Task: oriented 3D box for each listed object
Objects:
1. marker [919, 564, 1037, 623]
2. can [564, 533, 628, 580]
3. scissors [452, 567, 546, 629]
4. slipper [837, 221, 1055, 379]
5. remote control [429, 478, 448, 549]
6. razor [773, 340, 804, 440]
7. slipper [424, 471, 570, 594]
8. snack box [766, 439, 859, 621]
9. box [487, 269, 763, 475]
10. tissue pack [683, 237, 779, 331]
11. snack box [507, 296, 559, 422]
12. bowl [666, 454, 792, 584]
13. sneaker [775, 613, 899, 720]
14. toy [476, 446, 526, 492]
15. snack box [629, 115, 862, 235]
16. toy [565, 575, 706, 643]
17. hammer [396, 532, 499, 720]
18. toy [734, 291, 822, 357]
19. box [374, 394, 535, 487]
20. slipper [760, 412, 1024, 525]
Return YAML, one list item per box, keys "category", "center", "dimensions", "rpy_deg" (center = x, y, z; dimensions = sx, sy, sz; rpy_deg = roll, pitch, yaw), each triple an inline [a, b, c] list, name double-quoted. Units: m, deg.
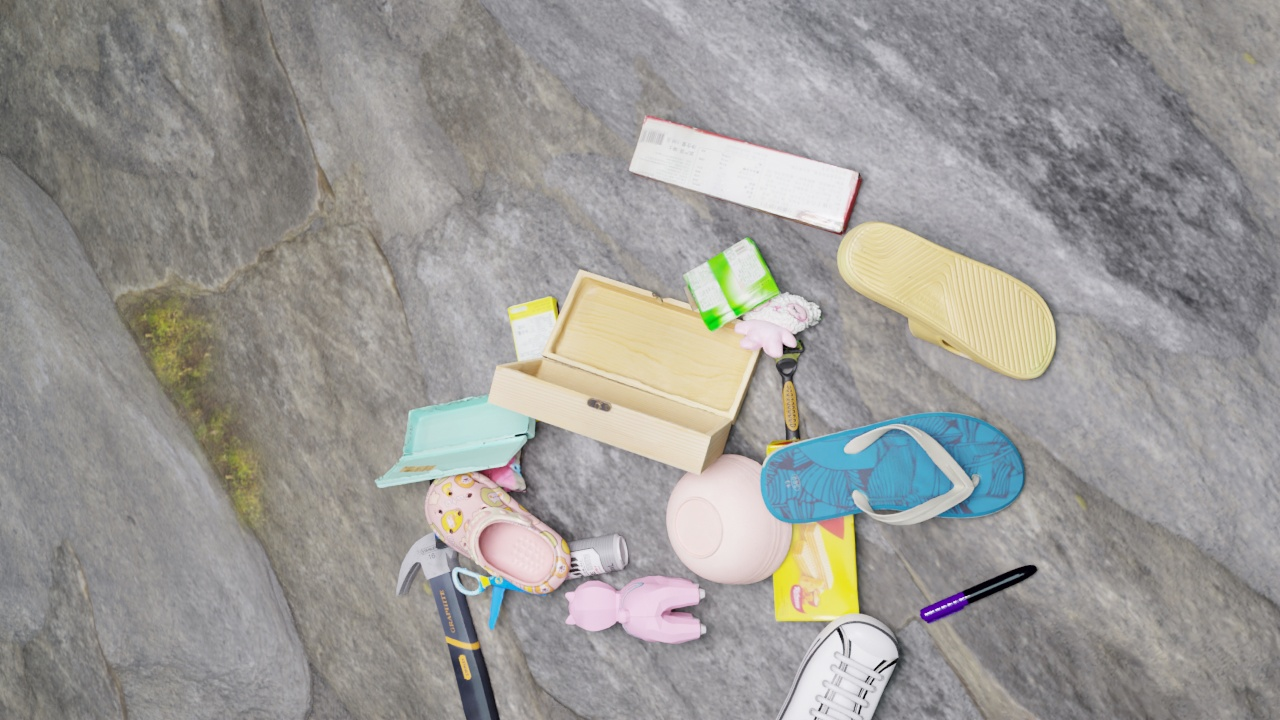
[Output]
- category: "marker"
  center: [0.369, 0.255, 1.003]
  dimensions: [0.134, 0.015, 0.018]
  rpy_deg: [-27, 106, 10]
- category: "can"
  center: [-0.071, 0.238, 1.104]
  dimensions: [0.107, 0.044, 0.044]
  rpy_deg: [-13, 81, 13]
- category: "scissors"
  center: [-0.170, 0.262, 1.104]
  dimensions: [0.127, 0.013, 0.125]
  rpy_deg: [10, 88, 22]
- category: "slipper"
  center: [0.334, -0.069, 1.013]
  dimensions: [0.263, 0.078, 0.099]
  rpy_deg: [27, 89, -5]
- category: "remote control"
  center: [-0.241, 0.164, 1.150]
  dimensions: [0.045, 0.021, 0.140]
  rpy_deg: [-19, 64, 18]
- category: "razor"
  center: [0.174, 0.048, 1.073]
  dimensions: [0.044, 0.021, 0.144]
  rpy_deg: [-4, 82, -3]
- category: "slipper"
  center: [-0.174, 0.203, 1.062]
  dimensions: [0.197, 0.081, 0.093]
  rpy_deg: [33, 93, 11]
- category: "snack box"
  center: [0.194, 0.190, 1.032]
  dimensions: [0.092, 0.042, 0.200]
  rpy_deg: [-3, 89, 14]
- category: "box"
  center: [-0.007, 0.019, 1.058]
  dimensions: [0.248, 0.119, 0.251]
  rpy_deg: [19, 48, 14]
- category: "tissue pack"
  center: [0.103, -0.089, 1.072]
  dimensions: [0.100, 0.034, 0.113]
  rpy_deg: [-29, 38, 10]
- category: "snack box"
  center: [-0.122, -0.001, 1.153]
  dimensions: [0.061, 0.025, 0.149]
  rpy_deg: [-14, 81, 12]
- category: "bowl"
  center: [0.085, 0.182, 1.024]
  dimensions: [0.153, 0.076, 0.153]
  rpy_deg: [2, 93, 40]
- category: "sneaker"
  center: [0.198, 0.391, 0.975]
  dimensions: [0.091, 0.097, 0.245]
  rpy_deg: [28, 96, 3]
- category: "toy"
  center: [-0.175, 0.142, 1.144]
  dimensions: [0.103, 0.050, 0.065]
  rpy_deg: [-16, 58, 35]
- category: "snack box"
  center: [0.124, -0.225, 1.106]
  dimensions: [0.273, 0.044, 0.076]
  rpy_deg: [19, 94, 16]
- category: "toy"
  center: [-0.007, 0.284, 1.051]
  dimensions: [0.157, 0.123, 0.067]
  rpy_deg: [-1, 83, -1]
- category: "hammer"
  center: [-0.209, 0.361, 1.133]
  dimensions: [0.139, 0.035, 0.312]
  rpy_deg: [-22, 79, 13]
- category: "toy"
  center: [0.154, -0.046, 1.055]
  dimensions: [0.096, 0.041, 0.108]
  rpy_deg: [17, 48, 17]
- category: "box"
  center: [-0.219, 0.099, 1.119]
  dimensions: [0.187, 0.055, 0.138]
  rpy_deg: [-11, 43, 24]
- category: "slipper"
  center: [0.275, 0.117, 0.976]
  dimensions: [0.295, 0.060, 0.118]
  rpy_deg: [-5, 82, -6]
